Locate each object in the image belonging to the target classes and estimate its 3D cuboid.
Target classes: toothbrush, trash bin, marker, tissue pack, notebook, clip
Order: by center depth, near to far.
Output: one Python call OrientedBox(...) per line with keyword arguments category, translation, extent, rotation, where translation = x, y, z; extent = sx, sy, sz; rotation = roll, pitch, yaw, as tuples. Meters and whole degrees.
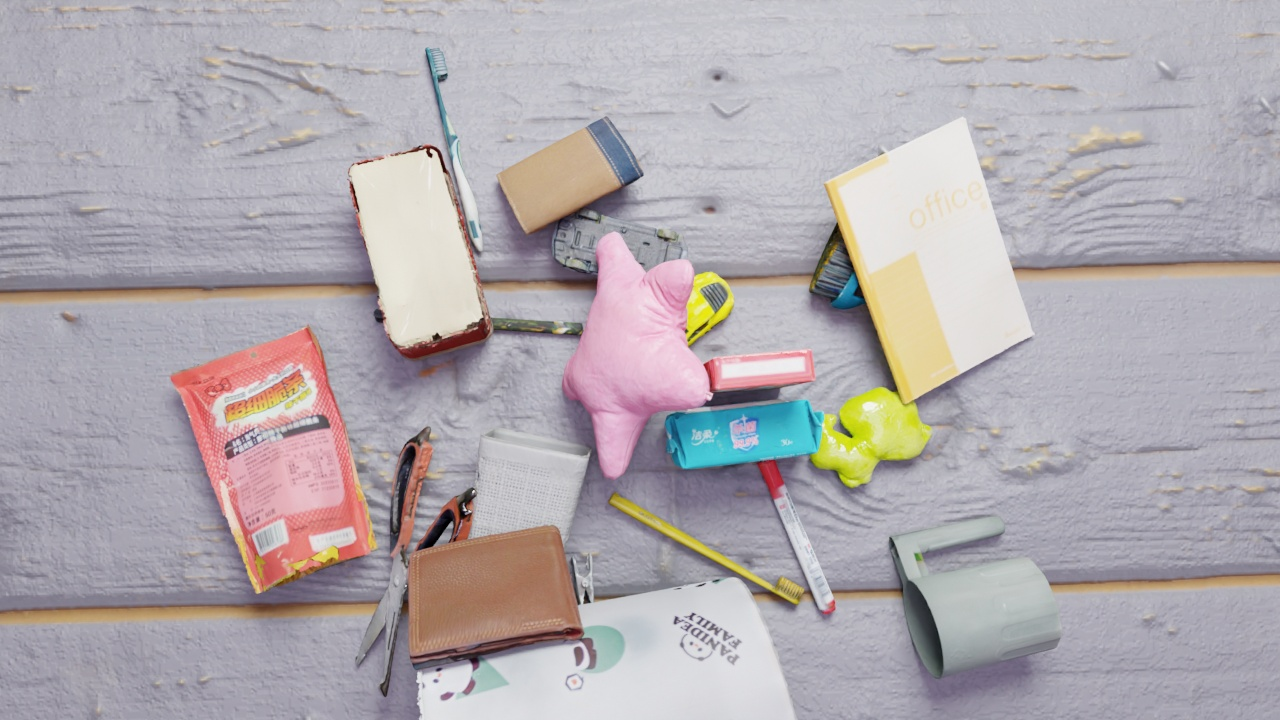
OrientedBox(category="trash bin", translation=(-0.020, 0.289, 0.707), extent=(0.252, 0.230, 0.229), rotation=(-13, 88, -7))
OrientedBox(category="tissue pack", translation=(0.087, 0.060, 0.775), extent=(0.133, 0.093, 0.050), rotation=(-6, 86, -2))
OrientedBox(category="notebook", translation=(0.251, -0.085, 0.787), extent=(0.145, 0.010, 0.206), rotation=(-26, 104, -14))
OrientedBox(category="clip", translation=(-0.048, 0.198, 0.803), extent=(0.036, 0.025, 0.057), rotation=(-7, 80, -10))
OrientedBox(category="toothbrush", translation=(0.058, 0.164, 0.809), extent=(0.190, 0.016, 0.016), rotation=(28, 83, 1))
OrientedBox(category="marker", translation=(0.138, 0.154, 0.810), extent=(0.017, 0.017, 0.145), rotation=(-23, 88, -2))
OrientedBox(category="toothbrush", translation=(-0.144, -0.034, 0.813), extent=(0.186, 0.017, 0.012), rotation=(4, 77, 0))
OrientedBox(category="toothbrush", translation=(-0.164, -0.190, 0.822), extent=(0.018, 0.016, 0.191), rotation=(-14, 87, -12))

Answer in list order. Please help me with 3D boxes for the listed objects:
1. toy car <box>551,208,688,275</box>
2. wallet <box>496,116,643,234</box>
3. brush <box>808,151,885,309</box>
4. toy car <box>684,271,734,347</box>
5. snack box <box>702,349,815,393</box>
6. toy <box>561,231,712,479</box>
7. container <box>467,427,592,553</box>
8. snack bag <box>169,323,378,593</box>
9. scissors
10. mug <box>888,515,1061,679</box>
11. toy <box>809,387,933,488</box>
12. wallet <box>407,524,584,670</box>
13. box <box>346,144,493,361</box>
OrientedBox(category="toy car", translation=(-0.018, -0.097, 0.809), extent=(0.120, 0.037, 0.054), rotation=(12, 87, -3))
OrientedBox(category="wallet", translation=(-0.062, -0.160, 0.796), extent=(0.115, 0.033, 0.090), rotation=(-27, 49, -2))
OrientedBox(category="brush", translation=(0.207, -0.107, 0.803), extent=(0.073, 0.055, 0.144), rotation=(28, 87, 2))
OrientedBox(category="toy car", translation=(0.035, -0.036, 0.810), extent=(0.105, 0.032, 0.048), rotation=(-37, 89, -1))
OrientedBox(category="snack box", translation=(0.090, 0.011, 0.747), extent=(0.075, 0.153, 0.025), rotation=(-5, 87, -1))
OrientedBox(category="toy", translation=(-0.004, 0.004, 0.738), extent=(0.074, 0.178, 0.195), rotation=(3, 110, -38))
OrientedBox(category="container", translation=(-0.097, 0.123, 0.773), extent=(0.090, 0.090, 0.114), rotation=(12, 90, 0))
OrientedBox(category="snack bag", translation=(-0.309, 0.084, 0.787), extent=(0.128, 0.073, 0.207), rotation=(-21, 83, -6))
OrientedBox(category="scissors", translation=(-0.195, 0.165, 0.773), extent=(0.227, 0.015, 0.188), rotation=(-42, 51, 32))
OrientedBox(category="mug", translation=(0.283, 0.199, 0.786), extent=(0.103, 0.084, 0.123), rotation=(-12, 63, -2))
OrientedBox(category="toy", translation=(0.201, 0.064, 0.808), extent=(0.097, 0.031, 0.100), rotation=(32, 88, 2))
OrientedBox(category="wallet", translation=(-0.110, 0.175, 0.679), extent=(0.124, 0.101, 0.032), rotation=(-9, 125, -8))
OrientedBox(category="box", translation=(-0.188, -0.092, 0.774), extent=(0.091, 0.078, 0.168), rotation=(-16, 81, -6))
